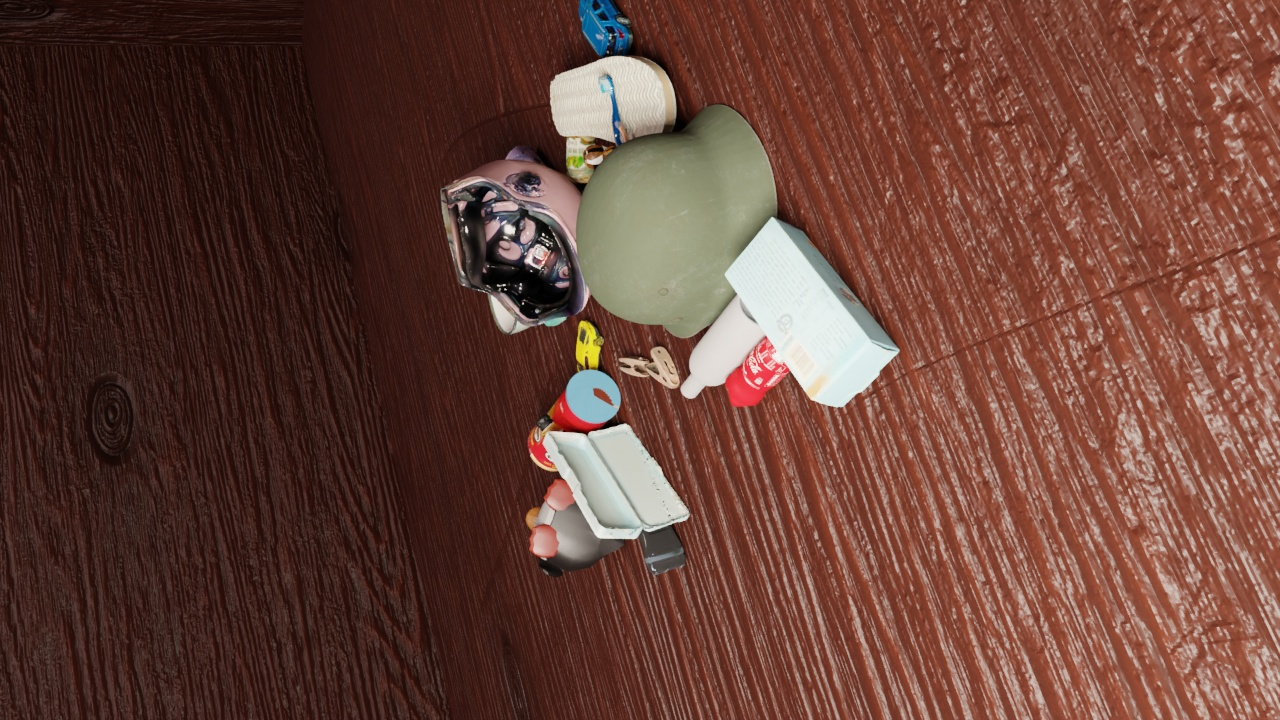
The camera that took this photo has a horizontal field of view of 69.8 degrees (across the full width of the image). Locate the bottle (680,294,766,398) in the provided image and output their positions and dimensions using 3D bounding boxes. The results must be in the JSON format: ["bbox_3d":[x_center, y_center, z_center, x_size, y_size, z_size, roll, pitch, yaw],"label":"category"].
[{"bbox_3d":[0.089,-0.010,0.994,0.196,0.052,0.052,-55,50,56],"label":"bottle"}]

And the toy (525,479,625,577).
[{"bbox_3d":[-0.108,0.266,1.447,0.184,0.140,0.159,145,146,-72],"label":"toy"}]

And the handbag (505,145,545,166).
[{"bbox_3d":[-0.168,-0.247,1.435,0.158,0.069,0.127,54,130,42],"label":"handbag"}]

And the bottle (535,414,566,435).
[{"bbox_3d":[-0.082,0.150,1.307,0.181,0.059,0.059,48,149,3],"label":"bottle"}]

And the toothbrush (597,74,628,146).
[{"bbox_3d":[-0.024,-0.267,1.070,0.022,0.017,0.135,-12,96,55],"label":"toothbrush"}]

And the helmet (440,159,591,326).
[{"bbox_3d":[-0.147,-0.173,1.276,0.256,0.152,0.230,20,136,29],"label":"helmet"}]

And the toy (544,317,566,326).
[{"bbox_3d":[-0.139,-0.110,1.429,0.085,0.033,0.105,-27,91,39],"label":"toy"}]

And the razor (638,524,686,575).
[{"bbox_3d":[0.014,0.226,1.236,0.064,0.053,0.140,95,155,-45],"label":"razor"}]

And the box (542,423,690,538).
[{"bbox_3d":[-0.037,0.157,1.213,0.197,0.135,0.044,52,137,45],"label":"box"}]

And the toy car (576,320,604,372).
[{"bbox_3d":[-0.078,-0.008,1.366,0.049,0.030,0.107,41,135,52],"label":"toy car"}]

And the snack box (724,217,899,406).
[{"bbox_3d":[0.151,-0.045,0.830,0.075,0.053,0.174,-51,50,26],"label":"snack box"}]

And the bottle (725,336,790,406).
[{"bbox_3d":[0.128,0.004,0.930,0.142,0.041,0.042,-55,50,56],"label":"bottle"}]

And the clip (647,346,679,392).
[{"bbox_3d":[0.031,0.010,1.155,0.049,0.025,0.061,14,113,61],"label":"clip"}]

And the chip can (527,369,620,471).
[{"bbox_3d":[-0.104,0.095,1.391,0.214,0.087,0.087,-50,54,57],"label":"chip can"}]

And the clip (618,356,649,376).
[{"bbox_3d":[-0.007,0.004,1.231,0.061,0.025,0.050,58,145,36],"label":"clip"}]

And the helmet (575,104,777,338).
[{"bbox_3d":[0.013,-0.136,0.991,0.227,0.153,0.269,61,149,35],"label":"helmet"}]

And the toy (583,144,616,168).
[{"bbox_3d":[-0.022,-0.218,1.136,0.087,0.067,0.112,63,-176,-52],"label":"toy"}]

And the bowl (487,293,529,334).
[{"bbox_3d":[-0.202,-0.123,1.531,0.153,0.072,0.153,31,125,57],"label":"bowl"}]

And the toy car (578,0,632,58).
[{"bbox_3d":[-0.048,-0.422,1.145,0.120,0.043,0.056,64,150,31],"label":"toy car"}]

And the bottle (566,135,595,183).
[{"bbox_3d":[-0.083,-0.301,1.259,0.043,0.043,0.111,40,134,54],"label":"bottle"}]

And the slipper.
[{"bbox_3d":[-0.031,-0.313,1.127,0.263,0.052,0.115,21,123,53],"label":"slipper"}]
